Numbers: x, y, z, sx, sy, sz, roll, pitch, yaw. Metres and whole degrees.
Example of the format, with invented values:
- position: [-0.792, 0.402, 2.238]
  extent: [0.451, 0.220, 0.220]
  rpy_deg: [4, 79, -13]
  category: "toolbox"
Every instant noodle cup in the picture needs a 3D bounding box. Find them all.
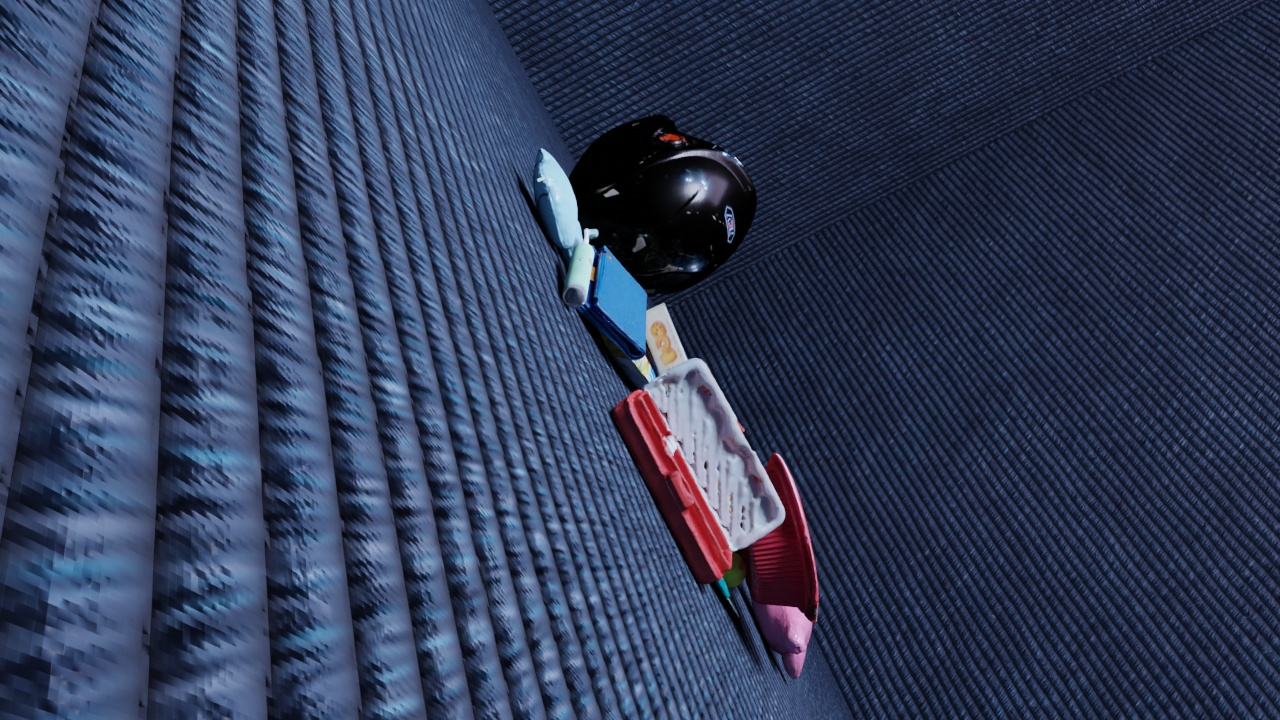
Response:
- position: [0.147, 0.206, 1.049]
  extent: [0.194, 0.066, 0.194]
  rpy_deg: [166, -87, -87]
  category: "instant noodle cup"

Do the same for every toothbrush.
- position: [-0.067, -0.113, 1.054]
  extent: [0.224, 0.027, 0.026]
  rpy_deg: [-89, 176, -64]
  category: "toothbrush"

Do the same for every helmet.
- position: [0.018, -0.202, 1.289]
  extent: [0.229, 0.275, 0.234]
  rpy_deg: [-65, 152, -49]
  category: "helmet"

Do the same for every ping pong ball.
- position: [0.099, 0.234, 1.027]
  extent: [0.040, 0.040, 0.040]
  rpy_deg: [62, 4, -8]
  category: "ping pong ball"

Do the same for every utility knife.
- position: [0.067, 0.208, 0.980]
  extent: [0.179, 0.013, 0.029]
  rpy_deg: [60, 8, -21]
  category: "utility knife"

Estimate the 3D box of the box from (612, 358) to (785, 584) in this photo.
- position: [0.055, 0.111, 0.933]
  extent: [0.154, 0.074, 0.201]
  rpy_deg: [-30, 93, -46]
  category: "box"

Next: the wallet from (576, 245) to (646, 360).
- position: [-0.032, -0.071, 1.101]
  extent: [0.106, 0.040, 0.132]
  rpy_deg: [44, 26, -26]
  category: "wallet"

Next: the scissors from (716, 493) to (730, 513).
- position: [0.045, 0.117, 1.045]
  extent: [0.192, 0.015, 0.207]
  rpy_deg: [53, 9, 6]
  category: "scissors"

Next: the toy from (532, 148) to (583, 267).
- position: [-0.100, -0.179, 1.139]
  extent: [0.156, 0.050, 0.161]
  rpy_deg: [69, 4, -78]
  category: "toy"

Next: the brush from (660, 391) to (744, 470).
- position: [0.063, 0.077, 1.099]
  extent: [0.063, 0.069, 0.146]
  rpy_deg: [49, -12, -33]
  category: "brush"

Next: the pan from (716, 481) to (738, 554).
- position: [0.105, 0.205, 1.288]
  extent: [0.197, 0.078, 0.357]
  rpy_deg: [66, 11, 8]
  category: "pan"

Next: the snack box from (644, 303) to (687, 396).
- position: [0.038, 0.016, 1.294]
  extent: [0.182, 0.046, 0.178]
  rpy_deg: [164, -96, -85]
  category: "snack box"

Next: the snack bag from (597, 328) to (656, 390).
- position: [-0.007, 0.007, 1.209]
  extent: [0.110, 0.039, 0.191]
  rpy_deg: [52, -3, 33]
  category: "snack bag"

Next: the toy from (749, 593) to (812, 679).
- position: [0.193, 0.339, 1.281]
  extent: [0.179, 0.074, 0.194]
  rpy_deg: [80, -3, -56]
  category: "toy"
